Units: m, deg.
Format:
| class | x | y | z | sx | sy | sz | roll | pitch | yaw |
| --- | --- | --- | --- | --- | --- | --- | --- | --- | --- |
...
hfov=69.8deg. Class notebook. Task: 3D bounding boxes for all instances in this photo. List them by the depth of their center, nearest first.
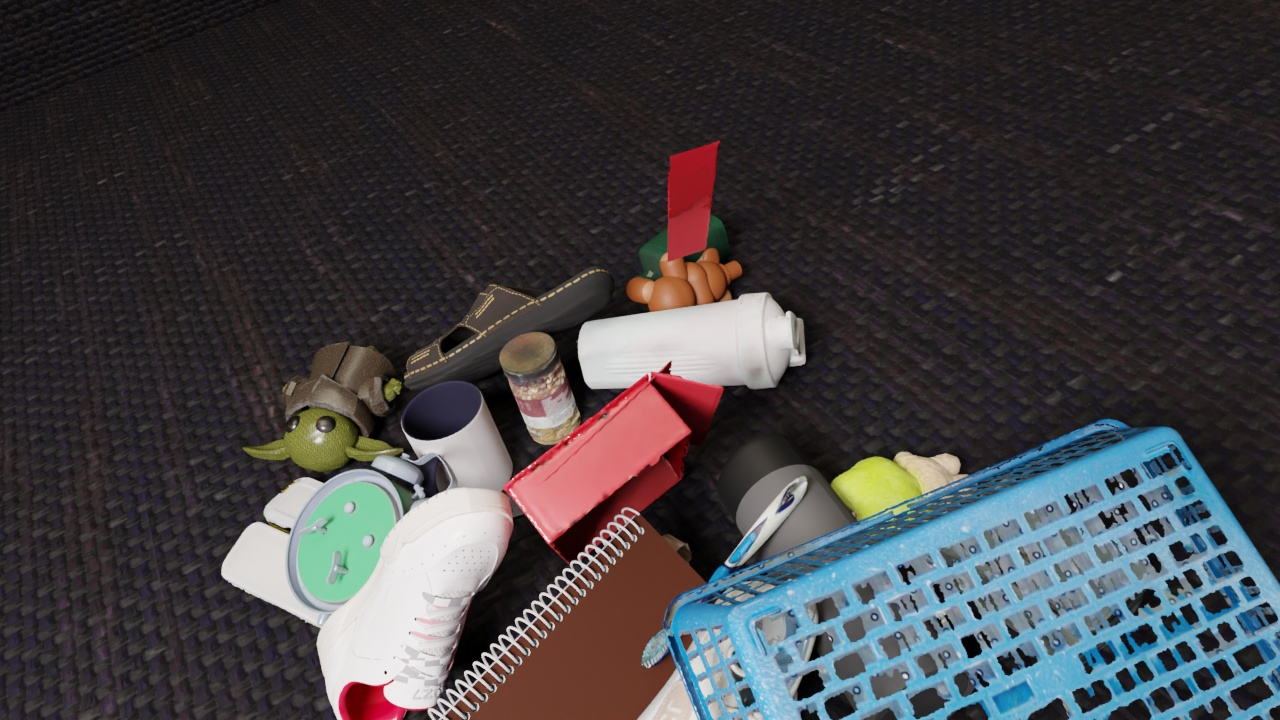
| class | x | y | z | sx | sy | sz | roll | pitch | yaw |
| --- | --- | --- | --- | --- | --- | --- | --- | --- | --- |
| notebook | -0.018 | 0.234 | 0.644 | 0.171 | 0.022 | 0.208 | 46 | 62 | 3 |

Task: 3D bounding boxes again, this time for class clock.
| class | x | y | z | sx | sy | sz | roll | pitch | yaw |
| --- | --- | --- | --- | --- | --- | --- | --- | --- | --- |
| clock | -0.224 | 0.144 | 0.780 | 0.161 | 0.075 | 0.122 | -44 | 54 | 1 |

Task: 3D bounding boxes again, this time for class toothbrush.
| class | x | y | z | sx | sy | sz | roll | pitch | yaw |
| --- | --- | --- | --- | --- | --- | --- | --- | --- | --- |
| toothbrush | 0.064 | 0.150 | 0.672 | 0.016 | 0.017 | 0.188 | 34 | 66 | 29 |

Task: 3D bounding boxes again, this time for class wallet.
| class | x | y | z | sx | sy | sz | roll | pitch | yaw |
| --- | --- | --- | --- | --- | --- | --- | --- | --- | --- |
| wallet | 0.299 | 0.155 | 0.687 | 0.100 | 0.054 | 0.132 | -36 | 50 | -21 |

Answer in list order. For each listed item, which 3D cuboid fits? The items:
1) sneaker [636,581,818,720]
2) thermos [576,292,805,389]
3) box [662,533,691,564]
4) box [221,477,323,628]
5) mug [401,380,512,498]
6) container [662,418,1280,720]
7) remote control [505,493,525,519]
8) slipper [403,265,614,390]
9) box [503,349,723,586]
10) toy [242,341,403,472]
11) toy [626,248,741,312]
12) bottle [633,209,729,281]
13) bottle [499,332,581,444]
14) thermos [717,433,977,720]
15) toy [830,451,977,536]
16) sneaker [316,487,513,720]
| class | x | y | z | sx | sy | sz | roll | pitch | yaw |
| --- | --- | --- | --- | --- | --- | --- | --- | --- | --- |
| sneaker | 0.048 | 0.247 | 0.598 | 0.089 | 0.091 | 0.241 | 36 | 62 | -5 |
| thermos | 0.052 | -0.015 | 0.924 | 0.221 | 0.099 | 0.099 | -4 | 42 | 19 |
| box | -0.025 | 0.213 | 0.705 | 0.042 | 0.083 | 0.186 | 28 | 55 | 34 |
| box | -0.291 | 0.183 | 0.862 | 0.210 | 0.036 | 0.129 | 14 | 52 | 29 |
| mug | -0.177 | 0.092 | 0.869 | 0.079 | 0.097 | 0.111 | -2 | 43 | 16 |
| container | 0.224 | 0.191 | 0.539 | 0.362 | 0.089 | 0.257 | -20 | 69 | -11 |
| remote control | -0.064 | 0.122 | 0.862 | 0.136 | 0.015 | 0.032 | -17 | 41 | 3 |
| slipper | -0.147 | -0.040 | 0.953 | 0.268 | 0.112 | 0.075 | -28 | 78 | 23 |
| box | -0.022 | 0.094 | 0.727 | 0.153 | 0.215 | 0.164 | 6 | 75 | 2 |
| toy | -0.324 | 0.047 | 0.978 | 0.179 | 0.078 | 0.152 | -1 | 46 | 13 |
| toy | 0.053 | -0.079 | 1.002 | 0.127 | 0.095 | 0.065 | -28 | 17 | -31 |
| bottle | 0.038 | -0.113 | 1.054 | 0.131 | 0.061 | 0.061 | -40 | 45 | -25 |
| bottle | -0.098 | 0.029 | 0.907 | 0.056 | 0.105 | 0.056 | -9 | 41 | 8 |
| thermos | 0.145 | 0.162 | 0.699 | 0.082 | 0.082 | 0.240 | -23 | 41 | -9 |
| toy | 0.221 | 0.112 | 0.761 | 0.115 | 0.046 | 0.092 | -17 | 41 | -12 |
| sneaker | -0.161 | 0.200 | 0.684 | 0.237 | 0.090 | 0.104 | -47 | 48 | 24 |
